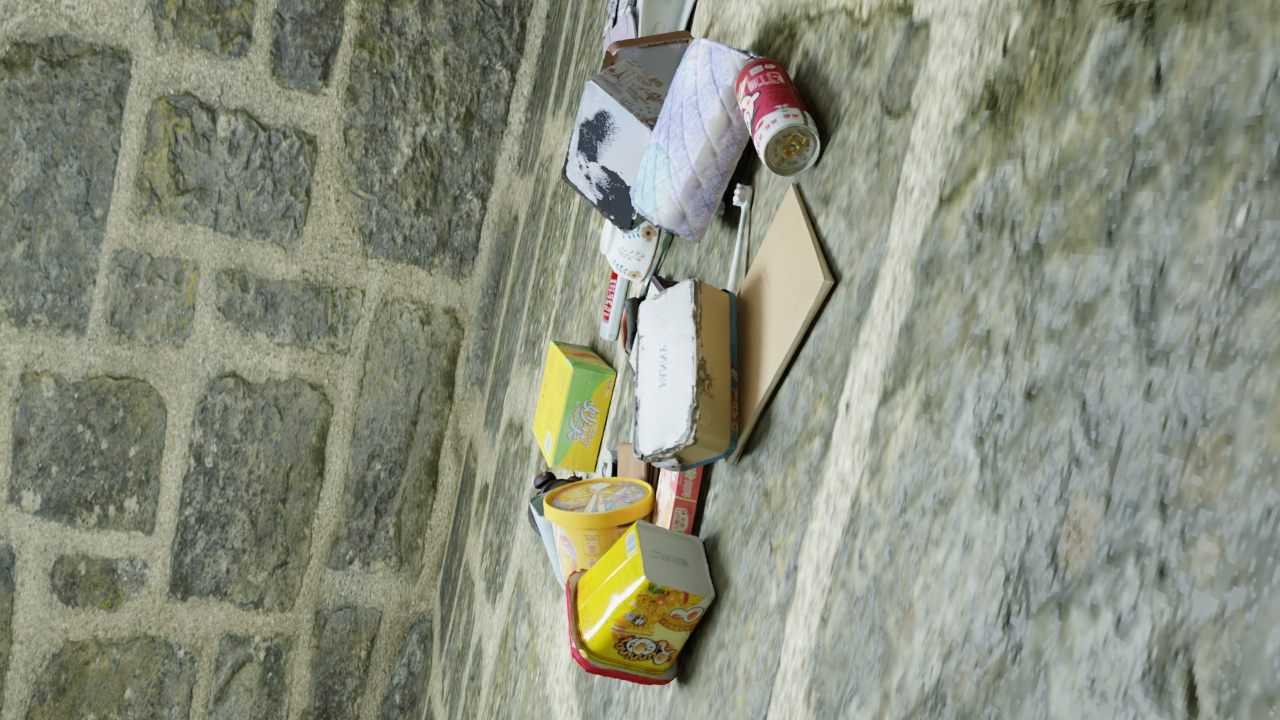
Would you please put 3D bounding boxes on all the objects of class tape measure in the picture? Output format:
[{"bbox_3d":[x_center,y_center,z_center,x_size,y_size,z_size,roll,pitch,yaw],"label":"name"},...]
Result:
[{"bbox_3d":[-0.032,0.147,1.159,0.066,0.033,0.066,159,120,-70],"label":"tape measure"}]

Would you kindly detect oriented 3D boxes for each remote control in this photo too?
[{"bbox_3d":[-0.036,-0.097,1.353,0.056,0.020,0.136,-149,71,-73],"label":"remote control"}]

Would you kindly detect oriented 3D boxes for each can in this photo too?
[{"bbox_3d":[0.120,-0.218,0.816,0.132,0.053,0.053,-98,24,-48],"label":"can"}]

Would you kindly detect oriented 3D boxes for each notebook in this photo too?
[{"bbox_3d":[0.108,-0.032,0.822,0.149,0.012,0.212,-96,22,-49],"label":"notebook"}]

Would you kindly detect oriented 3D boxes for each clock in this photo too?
[{"bbox_3d":[-0.117,0.205,1.331,0.055,0.082,0.121,127,149,-49],"label":"clock"}]

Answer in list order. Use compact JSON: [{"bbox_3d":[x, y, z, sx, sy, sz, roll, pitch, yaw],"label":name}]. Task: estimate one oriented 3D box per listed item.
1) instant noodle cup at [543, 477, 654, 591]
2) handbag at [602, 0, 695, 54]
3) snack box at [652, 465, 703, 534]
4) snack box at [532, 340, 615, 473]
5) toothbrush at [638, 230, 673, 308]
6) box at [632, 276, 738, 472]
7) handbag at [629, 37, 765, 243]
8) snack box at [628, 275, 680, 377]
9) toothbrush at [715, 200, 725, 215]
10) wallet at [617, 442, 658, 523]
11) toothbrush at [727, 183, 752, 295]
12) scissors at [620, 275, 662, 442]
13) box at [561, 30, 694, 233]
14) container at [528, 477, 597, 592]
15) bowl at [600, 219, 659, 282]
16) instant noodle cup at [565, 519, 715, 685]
[{"bbox_3d":[-0.040,0.197,0.990,0.118,0.118,0.114,-146,49,-73],"label":"instant noodle cup"},{"bbox_3d":[0.007,-0.481,1.323,0.197,0.098,0.145,-147,63,-74],"label":"handbag"},{"bbox_3d":[0.042,0.101,0.919,0.075,0.025,0.153,-141,60,-78],"label":"snack box"},{"bbox_3d":[-0.106,0.065,1.400,0.210,0.070,0.158,-140,61,-72],"label":"snack box"},{"bbox_3d":[0.008,-0.098,1.212,0.017,0.012,0.186,-88,17,-48],"label":"toothbrush"},{"bbox_3d":[0.041,0.007,0.848,0.090,0.059,0.184,-22,53,45],"label":"box"},{"bbox_3d":[0.063,-0.230,0.954,0.194,0.075,0.134,-66,23,17],"label":"handbag"},{"bbox_3d":[0.026,-0.023,1.023,0.125,0.053,0.113,-120,43,-66],"label":"snack box"},{"bbox_3d":[0.078,-0.217,1.043,0.180,0.018,0.016,-94,21,-48],"label":"toothbrush"},{"bbox_3d":[-0.006,0.153,1.077,0.101,0.020,0.115,165,110,-70],"label":"wallet"},{"bbox_3d":[0.089,-0.091,0.893,0.016,0.016,0.180,142,140,-69],"label":"toothbrush"},{"bbox_3d":[0.002,-0.004,1.147,0.221,0.021,0.211,-107,34,-49],"label":"scissors"},{"bbox_3d":[0.012,-0.299,1.174,0.192,0.156,0.184,-37,-16,-33],"label":"box"},{"bbox_3d":[-0.071,0.213,1.097,0.090,0.090,0.111,-158,52,-73],"label":"container"},{"bbox_3d":[-0.019,-0.169,1.262,0.113,0.062,0.113,-170,91,-76],"label":"bowl"},{"bbox_3d":[0.003,0.224,0.865,0.124,0.116,0.116,-57,26,29],"label":"instant noodle cup"}]
